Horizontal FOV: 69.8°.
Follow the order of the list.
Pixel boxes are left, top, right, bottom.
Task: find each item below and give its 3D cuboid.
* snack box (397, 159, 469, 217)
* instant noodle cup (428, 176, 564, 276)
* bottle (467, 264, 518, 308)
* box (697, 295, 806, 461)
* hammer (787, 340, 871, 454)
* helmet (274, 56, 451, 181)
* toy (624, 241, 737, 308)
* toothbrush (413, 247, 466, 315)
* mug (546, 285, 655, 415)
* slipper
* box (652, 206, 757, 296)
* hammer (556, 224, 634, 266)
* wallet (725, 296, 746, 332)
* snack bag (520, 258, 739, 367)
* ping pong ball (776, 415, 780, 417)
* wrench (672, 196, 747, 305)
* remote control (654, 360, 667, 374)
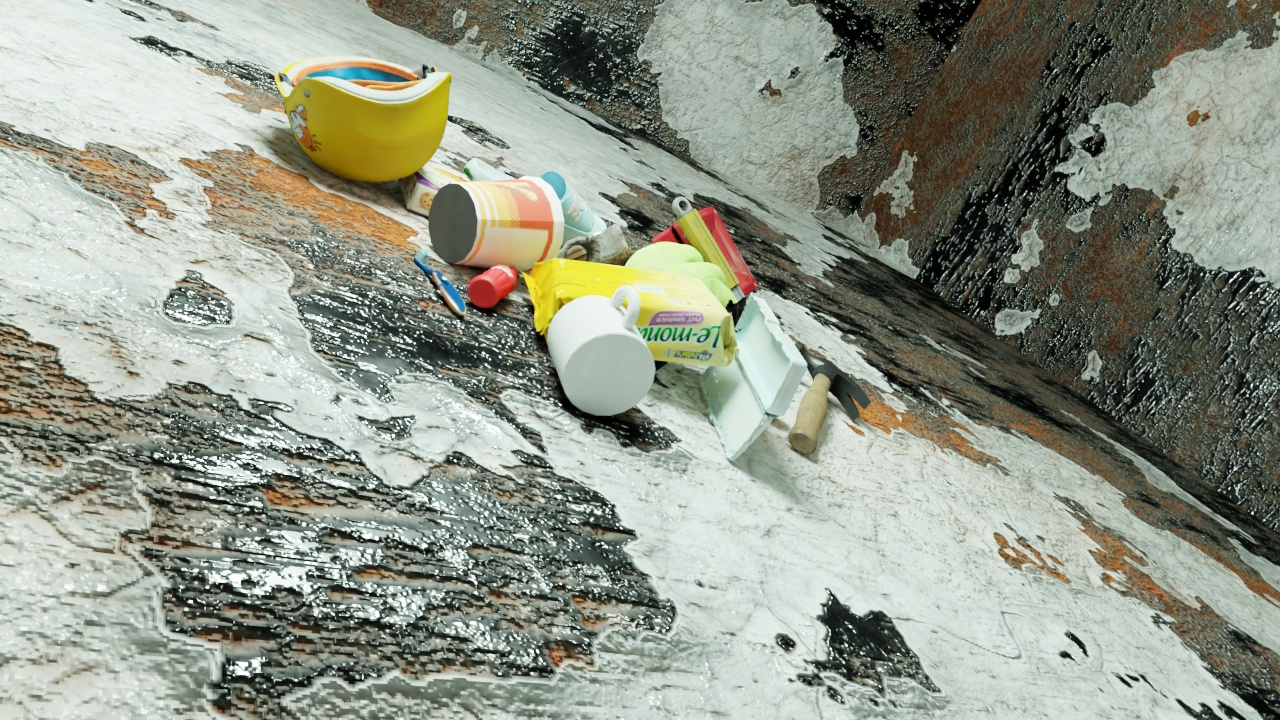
[{"bbox_3d":[-0.257,-0.225,1.270,0.143,0.041,0.148,19,21,-29],"label":"snack box"},{"bbox_3d":[-0.180,-0.164,1.114,0.120,0.124,0.123,-7,39,-49],"label":"instant noodle cup"},{"bbox_3d":[-0.163,-0.089,1.050,0.036,0.036,0.118,29,18,-1],"label":"bottle"},{"bbox_3d":[0.122,0.016,1.028,0.040,0.135,0.196,22,19,-15],"label":"box"},{"bbox_3d":[0.237,0.059,1.223,0.132,0.040,0.304,39,23,3],"label":"hammer"},{"bbox_3d":[-0.357,-0.309,1.188,0.208,0.140,0.240,-14,29,-31],"label":"helmet"},{"bbox_3d":[0.044,-0.106,1.260,0.150,0.107,0.197,-28,47,-17],"label":"toy"},{"bbox_3d":[-0.217,-0.087,0.996,0.021,0.017,0.135,9,26,-41],"label":"toothbrush"},{"bbox_3d":[-0.034,-0.019,0.914,0.091,0.121,0.090,19,21,-25],"label":"mug"},{"bbox_3d":[-0.135,-0.230,1.293,0.245,0.074,0.104,21,22,-41],"label":"slipper"},{"bbox_3d":[0.101,-0.150,1.440,0.157,0.093,0.129,61,22,0],"label":"box"},{"bbox_3d":[-0.052,-0.146,1.293,0.318,0.122,0.049,-30,98,-79],"label":"hammer"},{"bbox_3d":[0.116,-0.021,1.170,0.026,0.115,0.089,5,13,11],"label":"wallet"},{"bbox_3d":[-0.012,-0.060,1.066,0.247,0.068,0.159,6,25,-15],"label":"snack bag"},{"bbox_3d":[0.166,0.052,1.148,0.040,0.040,0.040,26,19,-9],"label":"ping pong ball"},{"bbox_3d":[0.121,-0.120,1.351,0.083,0.018,0.273,-34,93,-38],"label":"wrench"},{"bbox_3d":[-0.006,0.006,1.070,0.045,0.008,0.146,32,18,9],"label":"remote control"}]
